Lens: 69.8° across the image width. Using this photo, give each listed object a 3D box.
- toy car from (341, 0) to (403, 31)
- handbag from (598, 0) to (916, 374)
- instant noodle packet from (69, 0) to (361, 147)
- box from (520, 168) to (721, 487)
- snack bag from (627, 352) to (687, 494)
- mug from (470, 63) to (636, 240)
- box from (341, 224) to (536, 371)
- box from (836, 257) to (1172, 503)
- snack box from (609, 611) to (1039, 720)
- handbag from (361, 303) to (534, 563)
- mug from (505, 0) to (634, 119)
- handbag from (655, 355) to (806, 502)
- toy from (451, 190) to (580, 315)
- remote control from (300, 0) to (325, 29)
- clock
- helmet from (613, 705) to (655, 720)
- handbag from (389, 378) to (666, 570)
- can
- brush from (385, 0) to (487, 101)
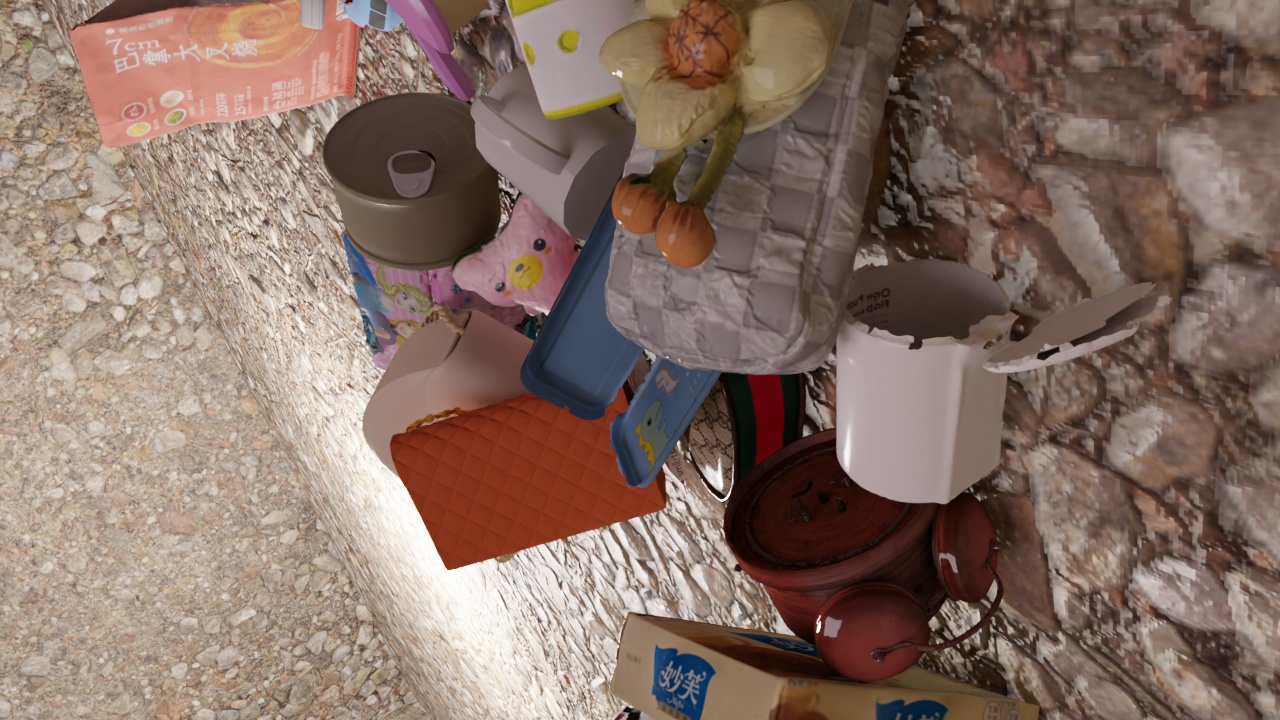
[{"bbox_3d":[-0.177,-0.285,0.637,0.055,0.056,0.154,41,159,-8],"label":"toy car"},{"bbox_3d":[0.037,-0.078,0.381,0.113,0.123,0.171,13,98,29],"label":"handbag"},{"bbox_3d":[-0.357,-0.260,0.782,0.084,0.220,0.165,53,152,4],"label":"instant noodle packet"},{"bbox_3d":[0.017,-0.038,0.505,0.120,0.049,0.210,41,118,21],"label":"box"},{"bbox_3d":[-0.004,0.004,0.677,0.070,0.016,0.197,-116,5,-68],"label":"snack bag"},{"bbox_3d":[-0.055,-0.131,0.559,0.089,0.105,0.074,43,110,25],"label":"mug"},{"bbox_3d":[-0.169,-0.018,0.810,0.231,0.158,0.066,96,169,-50],"label":"box"},{"bbox_3d":[0.148,0.010,0.399,0.144,0.083,0.137,37,146,49],"label":"box"},{"bbox_3d":[0.108,0.203,0.549,0.153,0.207,0.055,-1,74,59],"label":"snack box"},{"bbox_3d":[-0.122,0.066,0.770,0.210,0.103,0.209,29,138,-14],"label":"handbag"},{"bbox_3d":[-0.029,-0.190,0.475,0.083,0.082,0.106,12,127,54],"label":"mug"},{"bbox_3d":[0.047,0.011,0.598,0.167,0.063,0.138,84,160,-46],"label":"handbag"},{"bbox_3d":[-0.082,-0.071,0.694,0.103,0.050,0.093,-39,103,20],"label":"toy"},{"bbox_3d":[-0.229,-0.314,0.647,0.074,0.019,0.151,151,120,-68],"label":"remote control"},{"bbox_3d":[0.121,0.103,0.496,0.158,0.120,0.072,23,145,59],"label":"clock"},{"bbox_3d":[0.093,0.322,0.699,0.236,0.163,0.264,37,162,11],"label":"helmet"},{"bbox_3d":[-0.079,0.072,0.668,0.060,0.172,0.109,-90,-19,-65],"label":"handbag"},{"bbox_3d":[-0.172,-0.139,0.709,0.128,0.127,0.073,42,151,27],"label":"can"},{"bbox_3d":[-0.137,-0.235,0.593,0.089,0.043,0.229,45,178,9],"label":"brush"}]
